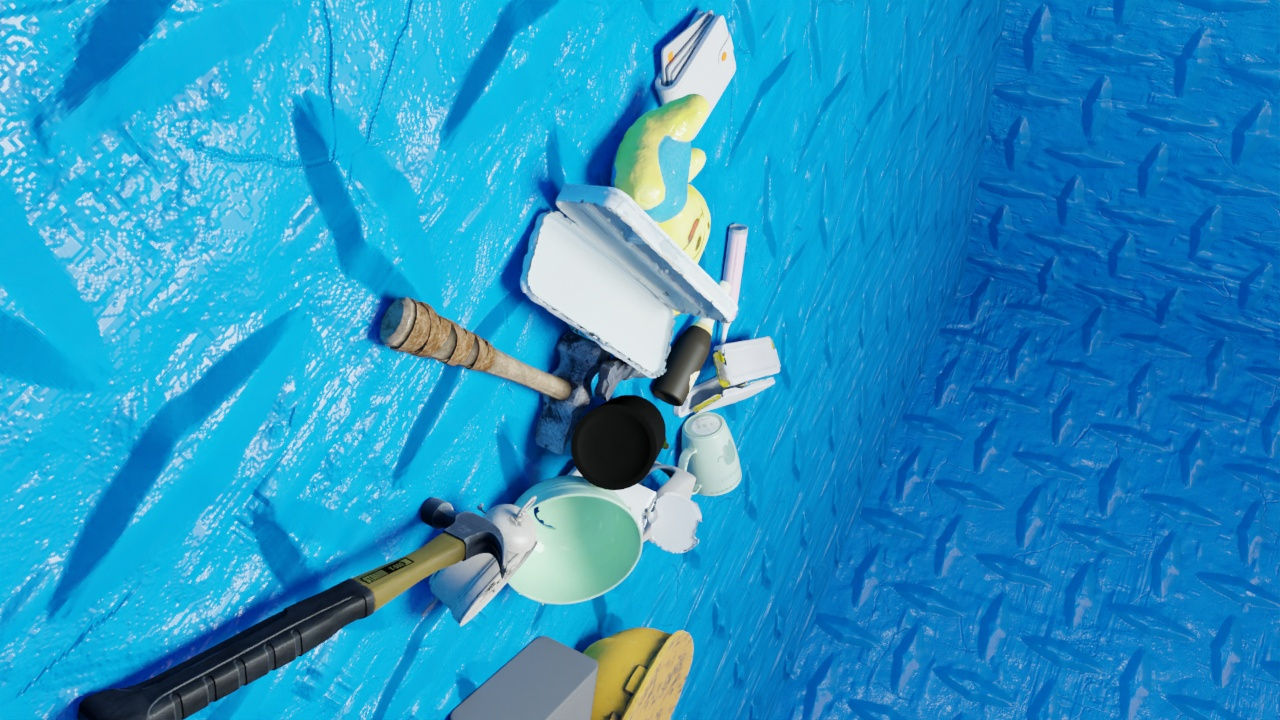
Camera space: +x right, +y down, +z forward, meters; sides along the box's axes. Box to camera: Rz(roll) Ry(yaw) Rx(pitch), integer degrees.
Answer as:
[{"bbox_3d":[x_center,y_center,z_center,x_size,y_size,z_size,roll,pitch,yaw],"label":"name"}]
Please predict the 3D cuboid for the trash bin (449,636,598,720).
[{"bbox_3d":[-0.141,0.470,1.069,0.191,0.098,0.220,-27,130,-57],"label":"trash bin"}]

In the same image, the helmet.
[{"bbox_3d":[-0.038,0.460,1.233,0.205,0.131,0.255,16,94,-66],"label":"helmet"}]

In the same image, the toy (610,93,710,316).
[{"bbox_3d":[0.022,-0.159,0.965,0.148,0.084,0.214,-58,155,-24],"label":"toy"}]

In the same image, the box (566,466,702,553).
[{"bbox_3d":[-0.010,0.174,1.049,0.092,0.166,0.083,12,100,-79],"label":"box"}]

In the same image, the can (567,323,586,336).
[{"bbox_3d":[-0.034,-0.051,0.957,0.101,0.055,0.055,-1,109,-65],"label":"can"}]

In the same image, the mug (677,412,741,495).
[{"bbox_3d":[0.092,0.142,1.338,0.111,0.084,0.104,-43,135,-36],"label":"mug"}]

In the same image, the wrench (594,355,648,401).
[{"bbox_3d":[-0.006,0.006,1.024,0.073,0.022,0.273,-65,171,5],"label":"wrench"}]

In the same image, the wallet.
[{"bbox_3d":[0.057,-0.315,0.980,0.118,0.037,0.115,-60,154,-15],"label":"wallet"}]

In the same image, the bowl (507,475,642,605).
[{"bbox_3d":[-0.078,0.178,0.967,0.077,0.150,0.151,-113,-157,-56],"label":"bowl"}]

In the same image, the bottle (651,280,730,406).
[{"bbox_3d":[0.075,-0.028,1.217,0.184,0.045,0.045,-62,155,-19],"label":"bottle"}]

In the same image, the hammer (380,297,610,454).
[{"bbox_3d":[-0.125,0.006,0.826,0.121,0.049,0.318,-67,154,-3],"label":"hammer"}]

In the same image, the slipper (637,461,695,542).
[{"bbox_3d":[0.013,0.181,1.227,0.113,0.080,0.266,-46,167,-5],"label":"slipper"}]

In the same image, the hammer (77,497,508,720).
[{"bbox_3d":[-0.228,0.185,0.676,0.332,0.118,0.025,-23,123,-52],"label":"hammer"}]

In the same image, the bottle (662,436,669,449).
[{"bbox_3d":[0.020,0.105,1.224,0.025,0.025,0.106,-67,156,-8],"label":"bottle"}]

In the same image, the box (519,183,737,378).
[{"bbox_3d":[-0.018,-0.057,0.868,0.215,0.106,0.127,39,79,-38],"label":"box"}]

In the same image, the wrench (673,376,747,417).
[{"bbox_3d":[0.119,0.031,1.393,0.272,0.018,0.087,-18,124,-59],"label":"wrench"}]

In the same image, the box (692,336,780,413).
[{"bbox_3d":[0.151,0.024,1.370,0.209,0.057,0.117,-11,124,-61],"label":"box"}]

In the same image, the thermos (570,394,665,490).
[{"bbox_3d":[-0.018,0.083,1.008,0.198,0.086,0.086,-18,126,-84],"label":"thermos"}]

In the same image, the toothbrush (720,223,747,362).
[{"bbox_3d":[0.126,-0.088,1.308,0.026,0.027,0.223,-24,132,-39],"label":"toothbrush"}]

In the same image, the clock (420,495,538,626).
[{"bbox_3d":[-0.141,0.175,0.851,0.157,0.061,0.103,-53,171,28],"label":"clock"}]
